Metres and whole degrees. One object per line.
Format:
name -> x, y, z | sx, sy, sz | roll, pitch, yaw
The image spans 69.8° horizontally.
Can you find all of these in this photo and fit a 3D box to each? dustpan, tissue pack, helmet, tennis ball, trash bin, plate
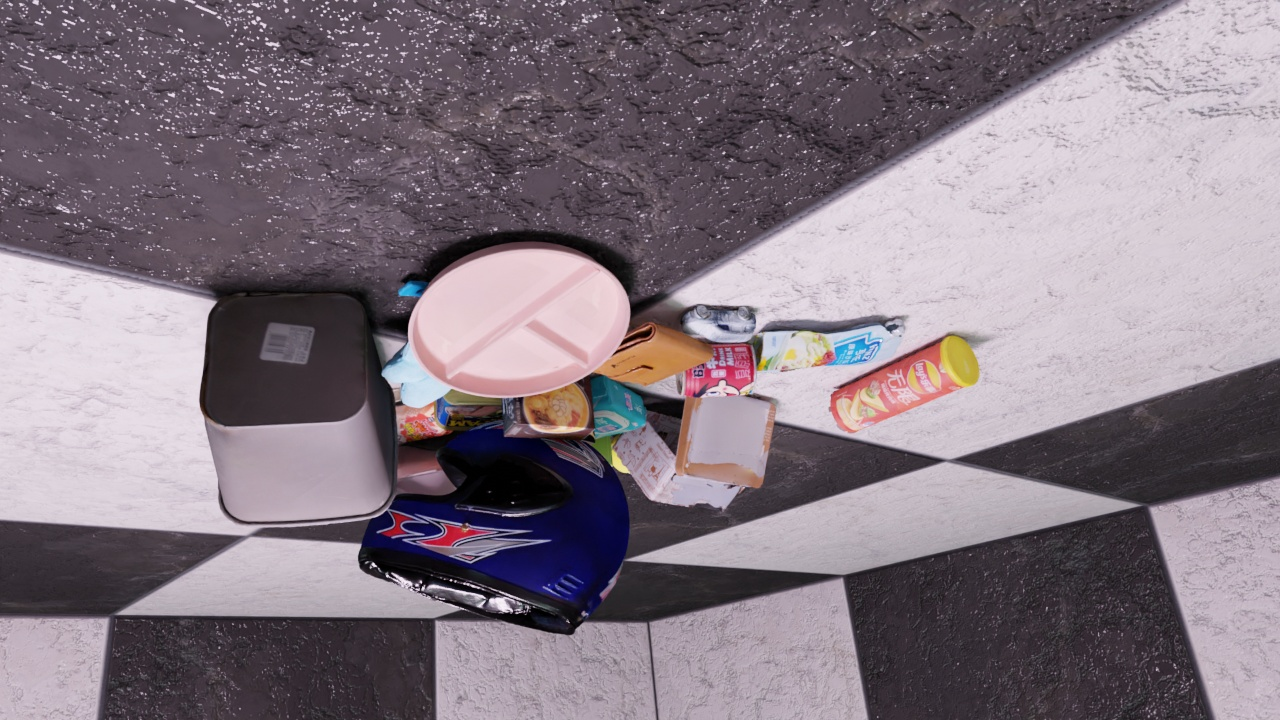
dustpan -> -0.346, 0.208, 1.324 | 0.223, 0.139, 0.272 | 6, -173, 40
tissue pack -> -0.059, 0.065, 1.268 | 0.093, 0.050, 0.133 | -15, 156, 23
helmet -> -0.168, 0.193, 1.158 | 0.315, 0.239, 0.248 | 14, 152, 5
tennis ball -> -0.018, 0.145, 1.450 | 0.065, 0.065, 0.065 | -5, 158, -2
trash bin -> -0.368, 0.047, 0.990 | 0.199, 0.198, 0.220 | -2, 150, -14
plate -> -0.125, -0.040, 0.956 | 0.229, 0.028, 0.230 | -9, 143, -7

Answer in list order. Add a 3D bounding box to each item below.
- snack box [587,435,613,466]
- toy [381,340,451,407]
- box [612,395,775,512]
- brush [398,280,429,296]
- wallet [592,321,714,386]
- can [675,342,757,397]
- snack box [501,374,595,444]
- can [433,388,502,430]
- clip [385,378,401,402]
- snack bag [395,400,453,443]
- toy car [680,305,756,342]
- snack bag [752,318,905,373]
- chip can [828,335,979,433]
snack box -> -0.164, 0.146, 1.392 | 0.157, 0.070, 0.211 | 9, 157, -37
toy -> -0.237, 0.004, 1.053 | 0.162, 0.050, 0.156 | -46, 162, 25
box -> 0.094, 0.114, 1.353 | 0.182, 0.155, 0.187 | 18, 112, -44
brush -> -0.147, -0.044, 1.006 | 0.254, 0.045, 0.083 | 20, 146, -39
wallet -> 0.010, -0.005, 1.071 | 0.108, 0.031, 0.131 | -25, 157, 27
can -> 0.094, 0.013, 1.156 | 0.093, 0.066, 0.067 | -3, 158, -7
snack box -> -0.105, 0.037, 1.106 | 0.125, 0.113, 0.053 | 5, 154, -27
can -> -0.212, 0.050, 1.185 | 0.102, 0.057, 0.083 | 1, 154, -17
clip -> -0.362, 0.048, 1.177 | 0.100, 0.034, 0.071 | -12, 156, 2
snack bag -> -0.353, 0.090, 1.258 | 0.207, 0.073, 0.129 | -9, 158, -13
toy car -> 0.091, -0.041, 1.072 | 0.090, 0.034, 0.043 | 3, 159, -17
snack bag -> 0.239, -0.016, 1.165 | 0.191, 0.038, 0.110 | -4, 146, -7
chip can -> 0.363, 0.038, 1.278 | 0.073, 0.073, 0.217 | 9, 153, -32
